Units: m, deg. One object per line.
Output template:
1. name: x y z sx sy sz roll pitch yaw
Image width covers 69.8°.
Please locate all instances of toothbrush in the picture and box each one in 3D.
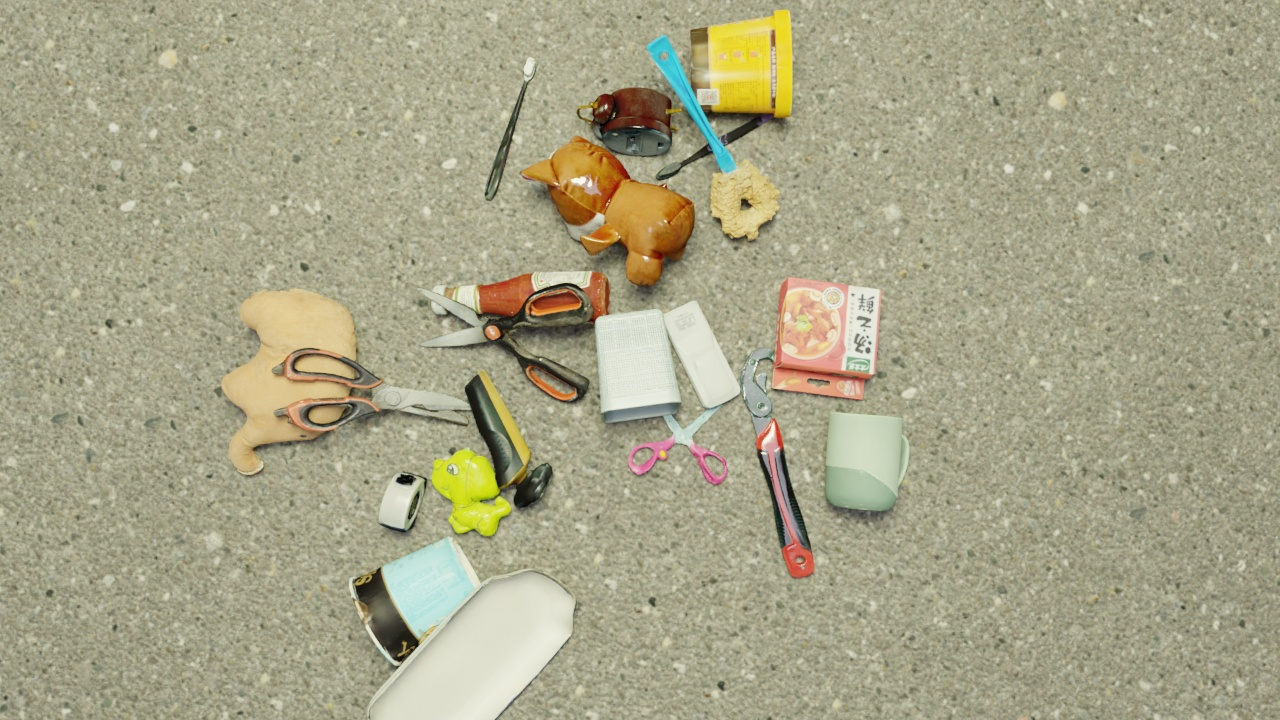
1. toothbrush: 0.101 -0.266 1.107 0.189 0.017 0.014 -30 87 -4
2. toothbrush: -0.157 -0.279 1.104 0.015 0.018 0.181 17 88 -3

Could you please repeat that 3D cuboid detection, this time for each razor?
1. razor: -0.156 0.089 1.066 0.067 0.062 0.167 -22 81 -33

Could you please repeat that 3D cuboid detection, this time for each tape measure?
1. tape measure: -0.272 0.161 1.047 0.033 0.066 0.065 15 86 1

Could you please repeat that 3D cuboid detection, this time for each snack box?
1. snack box: 0.217 -0.025 1.071 0.113 0.044 0.127 7 81 -5

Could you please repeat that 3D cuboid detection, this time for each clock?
1. clock: -0.015 -0.280 1.073 0.122 0.082 0.055 6 82 -2

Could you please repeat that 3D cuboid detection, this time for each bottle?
1. bottle: -0.140 -0.072 1.070 0.206 0.060 0.059 -1 86 5

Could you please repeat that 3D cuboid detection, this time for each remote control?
1. remote control: 0.072 -0.007 1.084 0.049 0.024 0.125 -26 85 -8

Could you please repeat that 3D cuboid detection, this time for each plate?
1. plate: -0.189 0.333 1.021 0.265 0.034 0.162 -47 130 -2

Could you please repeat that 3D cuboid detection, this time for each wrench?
1. wrench: 0.162 0.120 1.083 0.056 0.016 0.273 -10 86 -1

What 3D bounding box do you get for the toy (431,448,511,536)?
1. toy: -0.196 0.152 1.067 0.097 0.031 0.100 7 91 0

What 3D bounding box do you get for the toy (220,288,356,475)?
1. toy: -0.402 0.031 1.051 0.143 0.082 0.226 14 91 -3

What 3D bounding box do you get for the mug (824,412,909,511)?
1. mug: 0.266 0.117 1.058 0.111 0.082 0.106 7 85 -32

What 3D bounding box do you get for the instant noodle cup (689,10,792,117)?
1. instant noodle cup: 0.116 -0.340 1.066 0.114 0.118 0.118 -2 86 6

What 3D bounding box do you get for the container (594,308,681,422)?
1. container: -0.006 0.006 1.048 0.090 0.090 0.111 -8 79 -2

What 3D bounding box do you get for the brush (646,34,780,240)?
1. brush: 0.080 -0.251 1.049 0.083 0.045 0.255 -30 110 8

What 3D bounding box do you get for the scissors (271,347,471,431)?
1. scissors: -0.302 0.052 1.041 0.198 0.015 0.205 -39 111 -12

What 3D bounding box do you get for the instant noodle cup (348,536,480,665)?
1. instant noodle cup: -0.245 0.261 1.027 0.120 0.111 0.111 -30 87 -9

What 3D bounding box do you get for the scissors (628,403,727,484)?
1. scissors: 0.049 0.097 1.084 0.133 0.017 0.134 -40 83 -7

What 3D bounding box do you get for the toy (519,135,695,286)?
1. toy: -0.035 -0.178 1.058 0.199 0.139 0.131 39 128 3

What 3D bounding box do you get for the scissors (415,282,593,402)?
1. scissors: -0.147 -0.025 1.053 0.221 0.021 0.228 -27 111 27
